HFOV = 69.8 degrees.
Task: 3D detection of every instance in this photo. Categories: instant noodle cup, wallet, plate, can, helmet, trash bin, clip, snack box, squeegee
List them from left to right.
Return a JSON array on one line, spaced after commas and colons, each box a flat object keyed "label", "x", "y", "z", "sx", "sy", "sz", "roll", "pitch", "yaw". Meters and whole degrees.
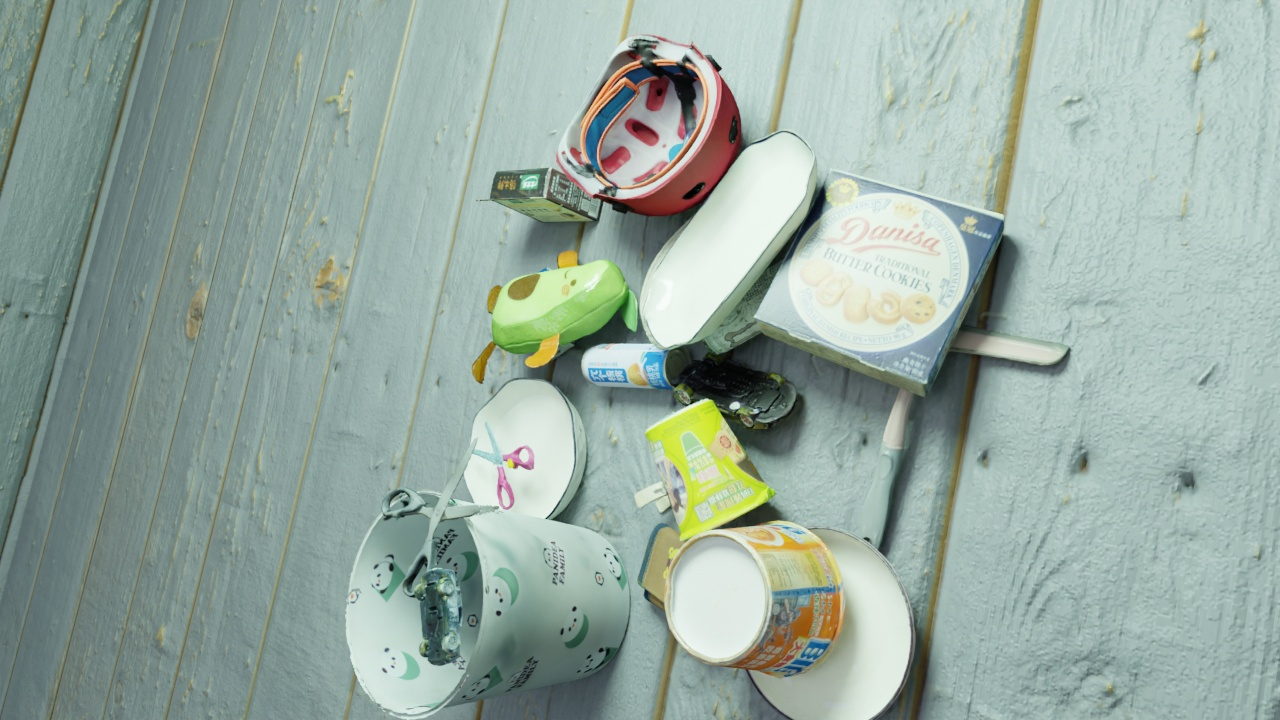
[{"label": "trash bin", "x": -0.160, "y": 0.273, "z": 1.039, "sx": 0.230, "sy": 0.251, "sz": 0.229, "roll": -12, "pitch": 71, "yaw": 36}, {"label": "plate", "x": -0.149, "y": 0.125, "z": 1.206, "sx": 0.205, "sy": 0.045, "sz": 0.204, "roll": -11, "pitch": 73, "yaw": 37}, {"label": "snack box", "x": -0.134, "y": -0.220, "z": 1.230, "sx": 0.113, "sy": 0.125, "sz": 0.053, "roll": 6, "pitch": 82, "yaw": 41}, {"label": "can", "x": -0.007, "y": 0.006, "z": 1.112, "sx": 0.135, "sy": 0.053, "sz": 0.053, "roll": 1, "pitch": 79, "yaw": 40}, {"label": "helmet", "x": 0.034, "y": -0.258, "z": 1.086, "sx": 0.240, "sy": 0.143, "sz": 0.207, "roll": 38, "pitch": 99, "yaw": 43}, {"label": "wallet", "x": 0.038, "y": 0.233, "z": 1.000, "sx": 0.115, "sy": 0.033, "sz": 0.090, "roll": 7, "pitch": 84, "yaw": 66}, {"label": "clip", "x": 0.045, "y": 0.140, "z": 1.045, "sx": 0.100, "sy": 0.070, "sz": 0.034, "roll": -39, "pitch": 58, "yaw": 17}, {"label": "instant noodle cup", "x": 0.065, "y": 0.110, "z": 0.963, "sx": 0.112, "sy": 0.111, "sz": 0.123, "roll": -31, "pitch": 81, "yaw": 30}, {"label": "plate", "x": 0.096, "y": -0.121, "z": 0.975, "sx": 0.266, "sy": 0.034, "sz": 0.162, "roll": -53, "pitch": 31, "yaw": 17}, {"label": "instant noodle cup", "x": 0.102, "y": 0.225, "z": 0.872, "sx": 0.152, "sy": 0.111, "sz": 0.151, "roll": -13, "pitch": 71, "yaw": 39}, {"label": "can", "x": 0.132, "y": -0.063, "z": 1.001, "sx": 0.147, "sy": 0.058, "sz": 0.058, "roll": -30, "pitch": 61, "yaw": 21}, {"label": "plate", "x": 0.183, "y": 0.260, "z": 0.896, "sx": 0.193, "sy": 0.039, "sz": 0.192, "roll": -12, "pitch": 72, "yaw": 39}, {"label": "snack box", "x": 0.231, "y": -0.081, "z": 0.896, "sx": 0.178, "sy": 0.046, "sz": 0.182, "roll": 23, "pitch": 82, "yaw": 27}, {"label": "squeegee", "x": 0.251, "y": 0.074, "z": 0.892, "sx": 0.248, "sy": 0.040, "sz": 0.249, "roll": 16, "pitch": 90, "yaw": 40}]

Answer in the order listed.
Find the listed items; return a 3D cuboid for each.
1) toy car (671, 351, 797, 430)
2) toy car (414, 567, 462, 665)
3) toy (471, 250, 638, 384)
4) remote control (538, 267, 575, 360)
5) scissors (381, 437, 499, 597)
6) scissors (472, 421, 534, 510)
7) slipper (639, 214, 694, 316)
[{"label": "toy car", "x": 0.102, "y": 0.037, "z": 1.013, "sx": 0.158, "sy": 0.042, "sz": 0.070, "roll": 20, "pitch": 56, "yaw": 42}, {"label": "toy car", "x": -0.191, "y": 0.246, "z": 0.882, "sx": 0.043, "sy": 0.034, "sz": 0.090, "roll": -21, "pitch": 67, "yaw": 31}, {"label": "toy", "x": -0.117, "y": -0.066, "z": 1.168, "sx": 0.247, "sy": 0.090, "sz": 0.226, "roll": -17, "pitch": 43, "yaw": 26}, {"label": "remote control", "x": -0.123, "y": -0.064, "z": 1.246, "sx": 0.049, "sy": 0.024, "sz": 0.124, "roll": -33, "pitch": 59, "yaw": 29}, {"label": "scissors", "x": -0.208, "y": 0.154, "z": 0.938, "sx": 0.159, "sy": 0.014, "sz": 0.178, "roll": 28, "pitch": 94, "yaw": 39}, {"label": "scissors", "x": -0.183, "y": 0.138, "z": 1.192, "sx": 0.133, "sy": 0.017, "sz": 0.118, "roll": 8, "pitch": 88, "yaw": 45}, {"label": "slipper", "x": 0.100, "y": -0.131, "z": 1.060, "sx": 0.275, "sy": 0.054, "sz": 0.114, "roll": -49, "pitch": 53, "yaw": 22}]
